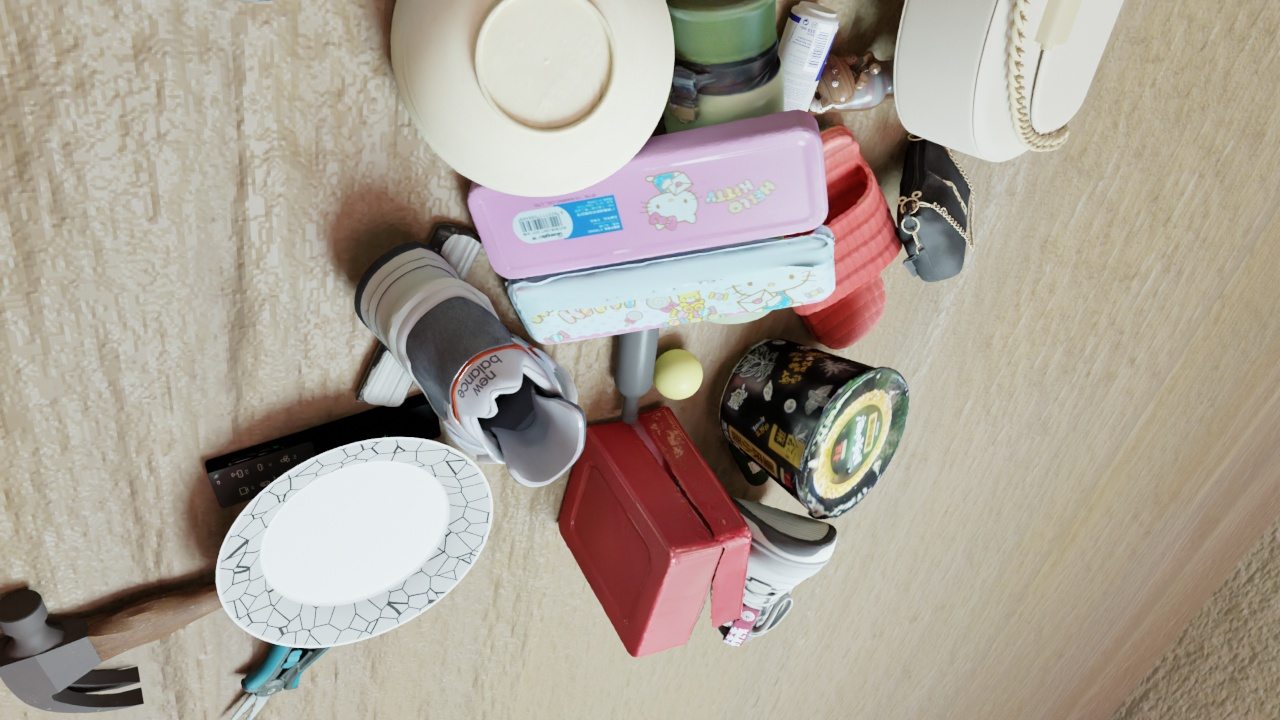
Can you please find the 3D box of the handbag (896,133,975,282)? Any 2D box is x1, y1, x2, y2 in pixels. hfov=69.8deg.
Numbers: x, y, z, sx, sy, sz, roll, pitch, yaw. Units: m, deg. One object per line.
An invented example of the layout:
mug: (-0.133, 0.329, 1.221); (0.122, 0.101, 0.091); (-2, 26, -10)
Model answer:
handbag: (0.223, -0.121, 0.713); (0.054, 0.128, 0.079); (-13, 133, 36)

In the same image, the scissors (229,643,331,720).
scissors: (-0.275, 0.232, 0.716); (0.123, 0.019, 0.148); (-19, 141, -28)

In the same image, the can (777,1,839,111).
can: (0.102, -0.187, 0.611); (0.032, 0.032, 0.095); (-6, 129, -32)

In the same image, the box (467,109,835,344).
box: (0.013, -0.073, 0.578); (0.214, 0.034, 0.151); (-9, 139, 10)

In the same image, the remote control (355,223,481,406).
remote control: (-0.143, -0.027, 0.589); (0.033, 0.013, 0.137); (11, 119, -42)

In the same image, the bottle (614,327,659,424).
bottle: (-0.004, 0.004, 0.705); (0.030, 0.030, 0.113); (-16, 134, -25)

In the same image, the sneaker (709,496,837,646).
sneaker: (0.101, 0.189, 0.800); (0.263, 0.097, 0.128); (91, 14, -79)

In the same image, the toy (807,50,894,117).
toy: (0.155, -0.192, 0.641); (0.101, 0.041, 0.055); (-16, 157, -14)

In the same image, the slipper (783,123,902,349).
slipper: (0.159, -0.077, 0.728); (0.103, 0.059, 0.249); (-33, 142, -2)

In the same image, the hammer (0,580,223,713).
hammer: (-0.264, 0.153, 0.648); (0.322, 0.033, 0.115); (-19, 133, -23)

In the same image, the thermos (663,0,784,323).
thermos: (0.053, -0.130, 0.590); (0.082, 0.082, 0.232); (-25, 138, -16)

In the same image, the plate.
plate: (-0.195, 0.125, 0.640); (0.188, 0.016, 0.189); (-19, 132, -23)

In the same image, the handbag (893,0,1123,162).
handbag: (0.250, -0.246, 0.610); (0.208, 0.103, 0.211); (-22, 133, -41)

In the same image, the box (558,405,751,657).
box: (0.007, 0.134, 0.736); (0.110, 0.157, 0.134); (-13, 131, -21)

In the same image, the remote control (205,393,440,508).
remote control: (-0.208, 0.059, 0.616); (0.149, 0.013, 0.034); (-18, 135, -23)

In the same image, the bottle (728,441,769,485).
bottle: (0.097, 0.083, 0.853); (0.025, 0.025, 0.106); (-36, 139, -4)

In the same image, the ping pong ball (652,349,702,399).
ping pong ball: (0.029, 0.011, 0.728); (0.040, 0.040, 0.040); (-20, 135, -21)

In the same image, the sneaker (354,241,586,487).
sneaker: (-0.083, 0.033, 0.583); (0.089, 0.124, 0.240); (-43, 146, -6)

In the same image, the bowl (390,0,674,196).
bowl: (-0.050, -0.151, 0.457); (0.150, 0.075, 0.151); (-3, 111, -10)

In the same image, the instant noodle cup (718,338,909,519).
instant noodle cup: (0.139, 0.049, 0.775); (0.137, 0.112, 0.137); (-22, 126, -34)
